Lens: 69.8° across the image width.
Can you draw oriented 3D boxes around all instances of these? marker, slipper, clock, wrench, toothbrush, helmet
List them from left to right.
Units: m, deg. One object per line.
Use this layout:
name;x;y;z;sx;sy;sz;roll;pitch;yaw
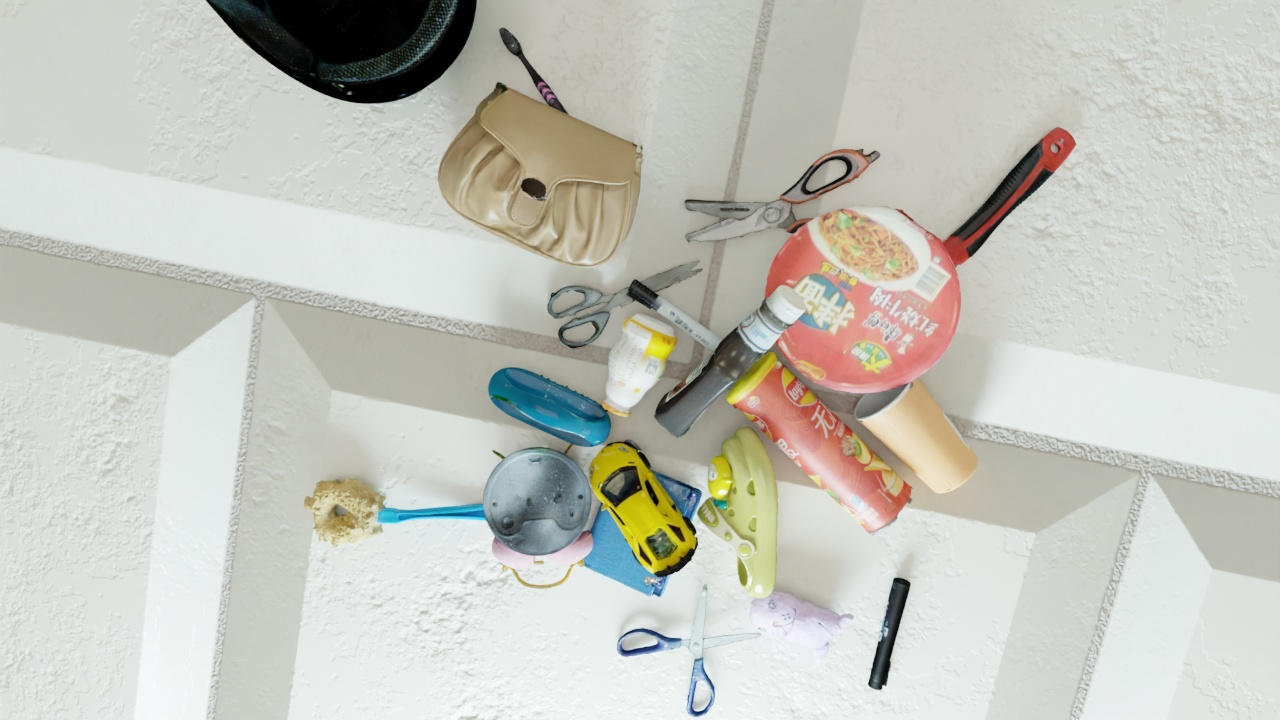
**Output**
helmet;-0.280;-0.373;0.872;0.233;0.230;0.274;-40;84;0
clock;-0.111;0.172;1.011;0.117;0.060;0.158;-5;85;-4
toothbrush;-0.093;-0.275;0.977;0.014;0.017;0.189;-35;96;10
marker;0.041;-0.044;0.995;0.130;0.018;0.023;36;123;-7
slipper;0.104;0.168;0.988;0.081;0.091;0.190;-7;103;-8
marker;0.281;0.308;1.034;0.022;0.020;0.132;8;100;-14
wrench;0.345;-0.136;0.963;0.274;0.016;0.056;-43;94;10

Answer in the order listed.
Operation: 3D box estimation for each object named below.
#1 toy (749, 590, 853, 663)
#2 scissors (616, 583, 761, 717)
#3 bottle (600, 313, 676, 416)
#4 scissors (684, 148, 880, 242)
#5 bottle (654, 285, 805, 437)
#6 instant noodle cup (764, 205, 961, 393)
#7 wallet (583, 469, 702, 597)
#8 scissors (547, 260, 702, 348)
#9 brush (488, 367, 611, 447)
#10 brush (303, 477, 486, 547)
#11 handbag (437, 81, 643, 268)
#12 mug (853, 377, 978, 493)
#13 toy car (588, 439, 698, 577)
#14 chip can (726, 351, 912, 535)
toy;0.173;0.294;1.031;0.108;0.038;0.084;20;121;0
scissors;0.053;0.331;1.052;0.162;0.012;0.173;8;106;9
bottle;-0.006;0.006;0.988;0.063;0.063;0.108;25;99;0
scissors;0.160;-0.165;0.974;0.196;0.015;0.216;39;101;-2
bottle;0.092;0.000;0.948;0.044;0.079;0.195;42;120;-3
instant noodle cup;0.228;-0.066;0.943;0.194;0.065;0.194;6;110;17
wallet;0.000;0.187;1.029;0.106;0.040;0.133;21;99;10
scissors;-0.014;-0.062;1.007;0.174;0.014;0.137;12;98;0
brush;-0.100;0.051;0.998;0.144;0.073;0.055;25;95;1
brush;-0.258;0.174;1.052;0.254;0.046;0.083;0;95;1
handbag;-0.101;-0.185;0.948;0.204;0.099;0.148;23;105;-2
mug;0.296;0.078;0.973;0.078;0.078;0.123;-43;99;9
toy car;0.000;0.159;0.989;0.071;0.041;0.156;-35;82;11
chip can;0.191;0.089;0.982;0.216;0.073;0.073;44;99;-4
